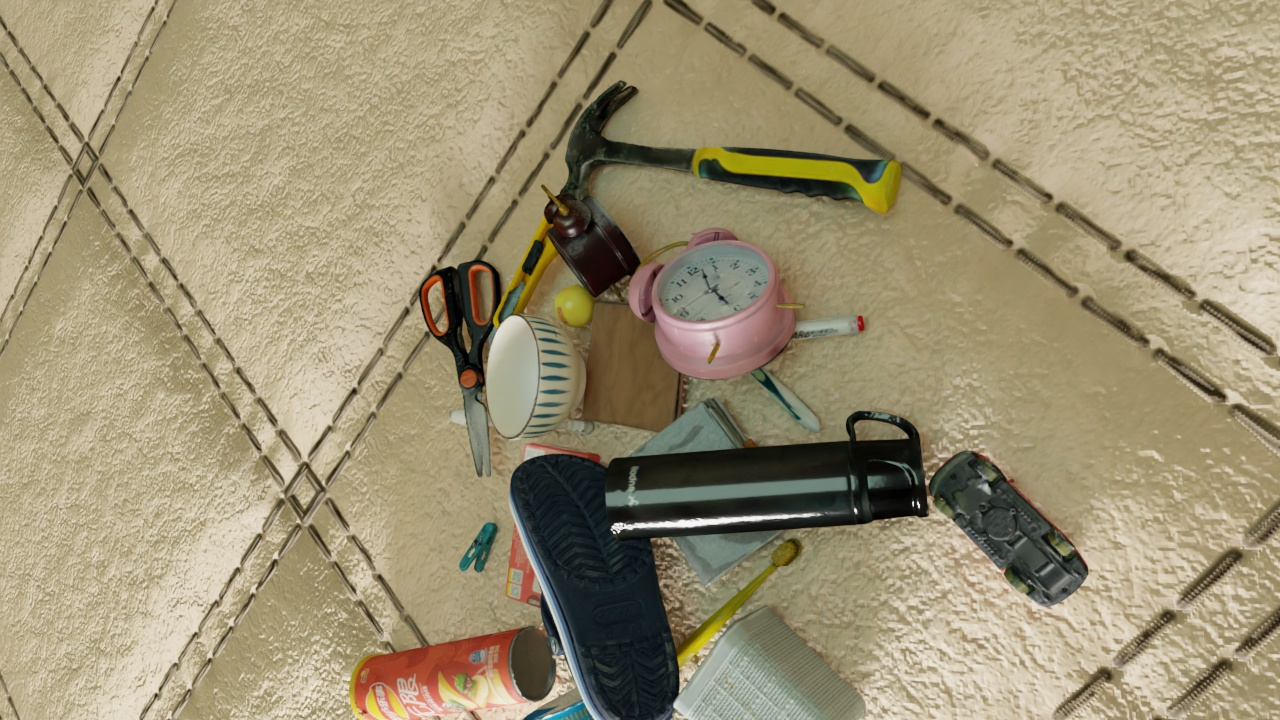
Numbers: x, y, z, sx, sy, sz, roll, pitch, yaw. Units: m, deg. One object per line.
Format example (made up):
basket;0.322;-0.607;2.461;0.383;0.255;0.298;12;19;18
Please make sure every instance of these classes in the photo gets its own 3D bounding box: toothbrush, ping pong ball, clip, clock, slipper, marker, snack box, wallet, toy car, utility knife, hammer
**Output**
toothbrush;0.069;0.218;0.783;0.190;0.016;0.015;-49;63;19
ping pong ball;-0.062;-0.051;0.872;0.040;0.040;0.040;-3;84;31
clip;-0.160;0.188;0.924;0.013;0.034;0.055;23;88;28
clock;0.055;-0.055;0.763;0.117;0.060;0.158;-33;43;-11
slipper;-0.038;0.200;0.796;0.252;0.105;0.095;65;152;25
marker;0.112;-0.023;0.766;0.145;0.017;0.017;-6;83;23
snack box;-0.084;0.159;0.877;0.075;0.025;0.153;7;90;31
wallet;0.061;0.109;0.783;0.107;0.037;0.129;-38;75;10
toy car;0.262;0.118;0.658;0.053;0.045;0.120;-47;70;17
clock;-0.050;-0.111;0.828;0.055;0.122;0.082;-37;25;-2
wallet;-0.005;0.005;0.838;0.101;0.020;0.115;6;94;34
utility knife;-0.110;-0.079;0.893;0.033;0.015;0.177;38;111;24
toothbrush;0.086;-0.003;0.791;0.191;0.018;0.016;46;109;27
hammer;0.068;-0.176;0.809;0.324;0.031;0.126;14;94;32
toothbrush;-0.125;0.061;0.915;0.180;0.016;0.016;2;81;32

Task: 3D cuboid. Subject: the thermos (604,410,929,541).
thermos;0.098;0.092;0.726;0.243;0.068;0.089;-7;52;15

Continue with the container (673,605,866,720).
container;0.104;0.268;0.718;0.111;0.090;0.090;39;106;25

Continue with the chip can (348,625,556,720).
chip can;-0.187;0.312;0.900;0.217;0.073;0.073;-18;77;28

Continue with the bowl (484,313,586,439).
bowl;-0.093;0.016;0.860;0.117;0.066;0.116;-9;79;57

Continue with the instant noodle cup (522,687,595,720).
instant noodle cup;-0.038;0.345;0.800;0.099;0.099;0.110;-30;79;26

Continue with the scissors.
scissors;-0.187;0.010;0.942;0.139;0.021;0.235;8;82;19
